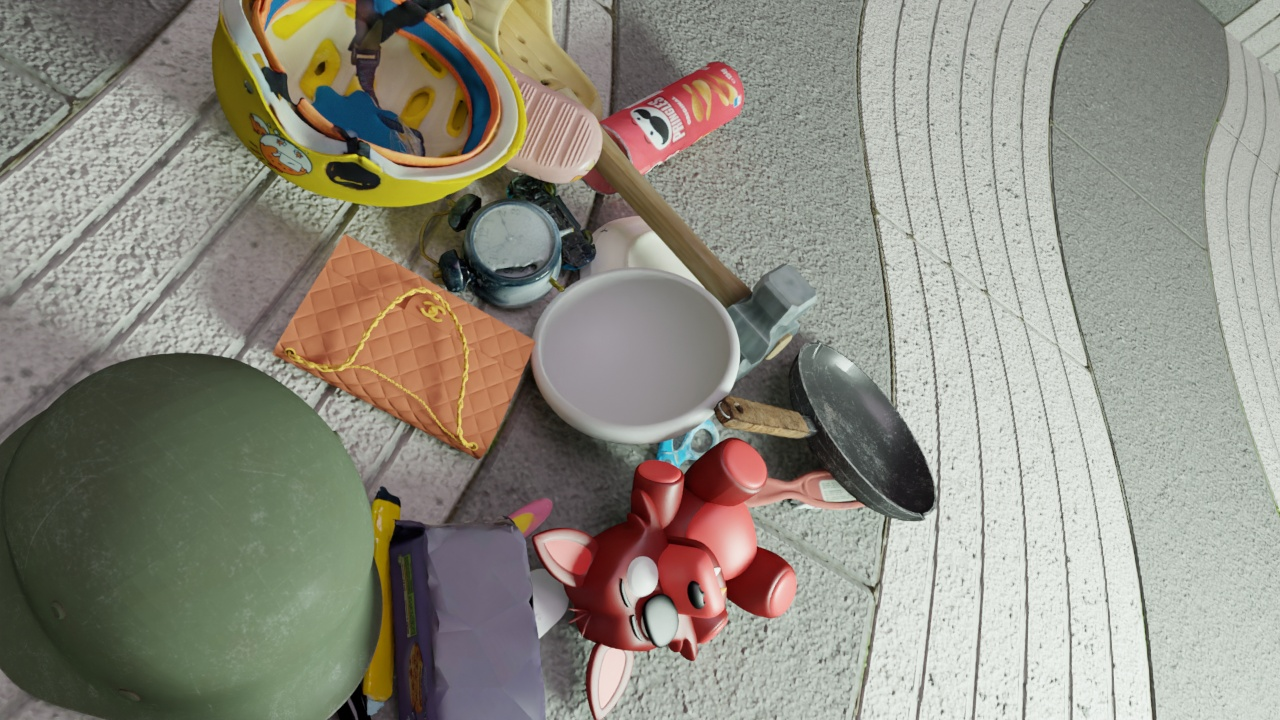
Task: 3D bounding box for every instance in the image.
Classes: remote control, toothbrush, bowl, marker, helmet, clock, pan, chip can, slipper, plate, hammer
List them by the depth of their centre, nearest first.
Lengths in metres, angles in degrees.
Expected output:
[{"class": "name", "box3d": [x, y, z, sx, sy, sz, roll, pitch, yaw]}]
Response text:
[{"class": "helmet", "box3d": [-0.255, 0.097, 0.537, 0.268, 0.154, 0.226, 51, 50, 2]}, {"class": "marker", "box3d": [-0.207, 0.186, 0.616, 0.022, 0.016, 0.138, 9, 55, -61]}, {"class": "remote control", "box3d": [-0.105, 0.202, 0.674, 0.136, 0.013, 0.043, -35, 87, -41]}, {"class": "toothbrush", "box3d": [-0.115, 0.143, 0.700, 0.021, 0.016, 0.135, 52, 47, 5]}, {"class": "helmet", "box3d": [-0.228, -0.210, 0.744, 0.240, 0.140, 0.208, 31, 53, -26]}, {"class": "clock", "box3d": [-0.125, -0.096, 0.793, 0.129, 0.052, 0.090, 8, 72, -7]}, {"class": "bowl", "box3d": [-0.005, 0.005, 0.796, 0.176, 0.066, 0.176, 0, 54, 0]}, {"class": "hammer", "box3d": [0.021, -0.130, 0.849, 0.051, 0.118, 0.323, -31, 75, -40]}, {"class": "pan", "box3d": [0.166, 0.064, 0.850, 0.356, 0.040, 0.207, 9, 48, -49]}, {"class": "slipper", "box3d": [-0.126, -0.219, 0.853, 0.197, 0.081, 0.093, 28, 86, 7]}, {"class": "plate", "box3d": [0.028, -0.071, 0.900, 0.182, 0.034, 0.182, 16, 57, -26]}, {"class": "slipper", "box3d": [-0.129, -0.337, 0.919, 0.261, 0.079, 0.111, 48, 52, -2]}, {"class": "chip can", "box3d": [0.026, -0.253, 0.978, 0.073, 0.073, 0.232, 50, 48, 0]}]

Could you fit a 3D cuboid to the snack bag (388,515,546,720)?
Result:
[{"class": "snack bag", "box3d": [-0.113, 0.205, 0.618, 0.096, 0.059, 0.205, 4, 65, -33]}]

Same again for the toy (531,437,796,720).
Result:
[{"class": "toy", "box3d": [0.022, 0.162, 0.715, 0.196, 0.121, 0.158, -25, 106, -36]}]

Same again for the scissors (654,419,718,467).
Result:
[{"class": "scissors", "box3d": [0.019, 0.085, 0.824, 0.083, 0.015, 0.140, 44, 51, -7]}]

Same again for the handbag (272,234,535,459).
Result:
[{"class": "handbag", "box3d": [-0.179, -0.009, 0.716, 0.172, 0.060, 0.108, 30, 56, -16]}]

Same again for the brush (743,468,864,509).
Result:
[{"class": "brush", "box3d": [0.149, 0.126, 0.872, 0.172, 0.030, 0.041, 5, 63, -33]}]

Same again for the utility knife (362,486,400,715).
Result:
[{"class": "utility knife", "box3d": [-0.181, 0.165, 0.639, 0.030, 0.017, 0.155, 35, 41, -53]}]

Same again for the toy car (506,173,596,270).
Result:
[{"class": "toy car", "box3d": [-0.086, -0.127, 0.857, 0.105, 0.032, 0.048, 52, 48, 4]}]
